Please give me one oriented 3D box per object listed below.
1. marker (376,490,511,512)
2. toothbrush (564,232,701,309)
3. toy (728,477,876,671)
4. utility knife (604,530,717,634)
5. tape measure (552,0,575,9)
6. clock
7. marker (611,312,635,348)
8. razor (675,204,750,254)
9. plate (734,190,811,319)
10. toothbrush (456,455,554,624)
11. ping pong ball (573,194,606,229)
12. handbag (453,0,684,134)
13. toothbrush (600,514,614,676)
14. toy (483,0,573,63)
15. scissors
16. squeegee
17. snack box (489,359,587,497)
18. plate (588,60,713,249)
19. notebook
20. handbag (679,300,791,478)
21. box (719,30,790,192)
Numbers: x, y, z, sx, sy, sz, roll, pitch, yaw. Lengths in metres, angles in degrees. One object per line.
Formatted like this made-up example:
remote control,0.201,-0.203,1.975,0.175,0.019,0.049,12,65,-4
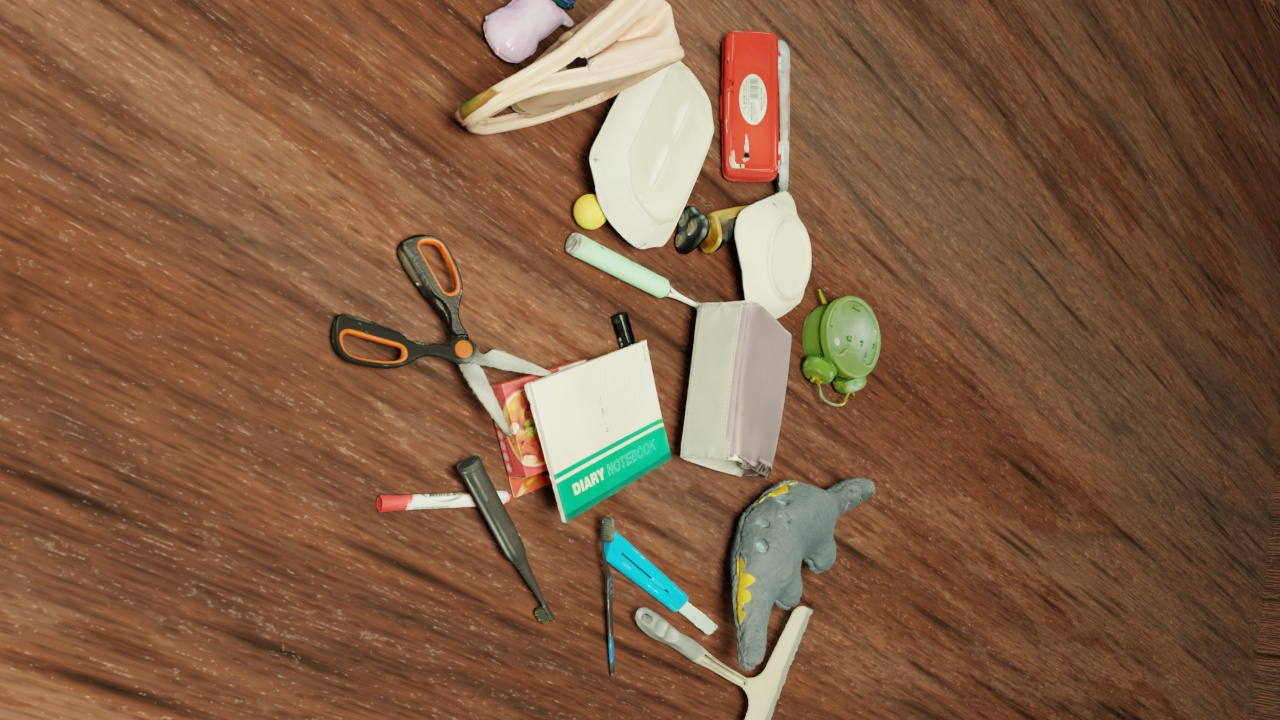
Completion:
marker,-0.197,0.143,0.935,0.145,0.017,0.017,3,83,-38
toothbrush,0.004,-0.099,1.111,0.224,0.027,0.026,24,107,-34
toy,0.191,0.231,1.174,0.138,0.092,0.355,51,50,1
utility knife,0.027,0.273,1.098,0.209,0.018,0.034,45,61,-27
tape measure,-0.095,-0.443,1.068,0.054,0.025,0.058,23,68,-32
clock,0.281,-0.014,1.300,0.116,0.056,0.161,18,75,-35
marker,-0.006,0.006,1.096,0.022,0.020,0.132,-27,103,-54
razor,0.110,-0.179,1.190,0.167,0.062,0.067,-22,74,-43
plate,0.187,-0.137,1.222,0.163,0.034,0.164,-31,117,-45
toothbrush,-0.136,0.193,0.960,0.027,0.026,0.213,-22,112,1
ping pong ball,-0.058,-0.172,1.060,0.040,0.040,0.040,4,83,-38
handbag,-0.090,-0.298,0.963,0.233,0.194,0.093,-36,106,-26
toothbrush,-0.034,0.267,1.039,0.014,0.016,0.189,-29,117,-78
toy,-0.132,-0.379,1.024,0.084,0.039,0.107,46,66,-19
scissors,-0.200,-0.021,0.924,0.230,0.022,0.221,-9,82,-28
squeegee,0.075,0.359,1.113,0.246,0.039,0.246,38,66,-25
snack box,-0.098,0.073,1.002,0.113,0.044,0.127,-18,97,-38
plate,0.027,-0.259,1.109,0.162,0.034,0.265,48,52,-36
notebook,-0.039,0.071,1.013,0.208,0.012,0.150,-23,102,-53
handbag,0.121,0.039,1.143,0.145,0.099,0.196,26,68,-50
box,0.160,-0.333,1.249,0.112,0.100,0.201,0,86,-4
